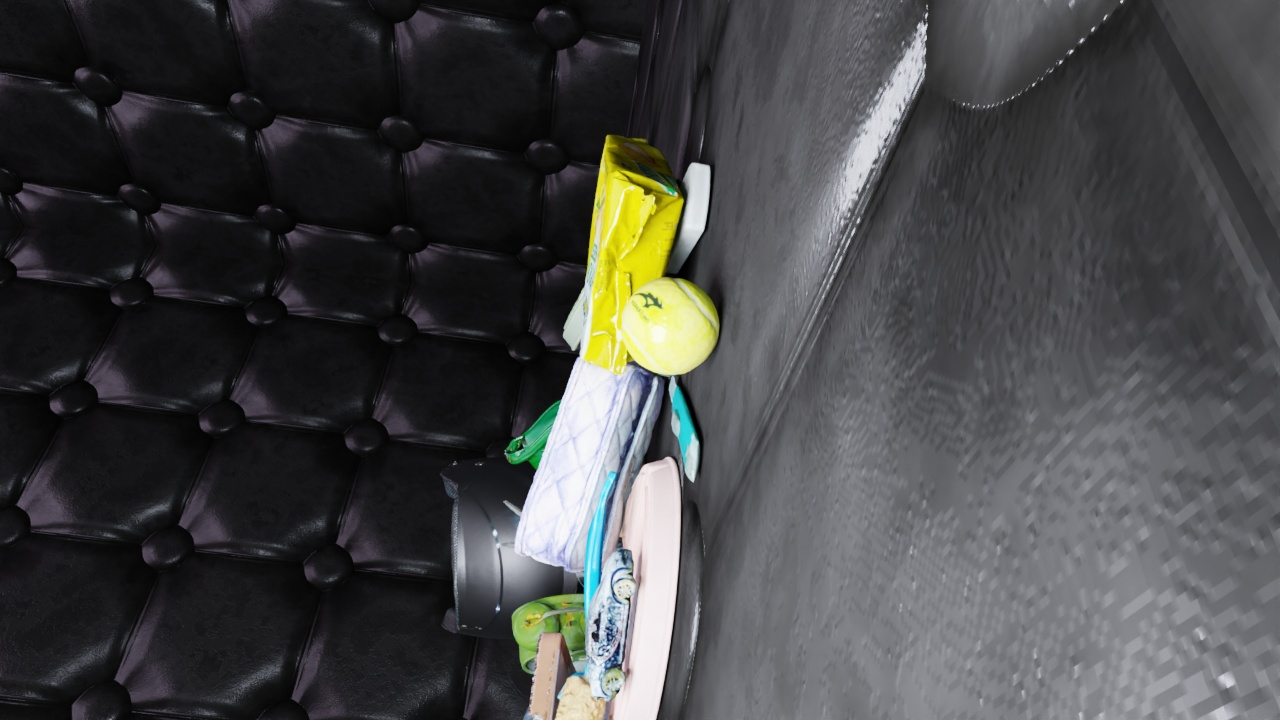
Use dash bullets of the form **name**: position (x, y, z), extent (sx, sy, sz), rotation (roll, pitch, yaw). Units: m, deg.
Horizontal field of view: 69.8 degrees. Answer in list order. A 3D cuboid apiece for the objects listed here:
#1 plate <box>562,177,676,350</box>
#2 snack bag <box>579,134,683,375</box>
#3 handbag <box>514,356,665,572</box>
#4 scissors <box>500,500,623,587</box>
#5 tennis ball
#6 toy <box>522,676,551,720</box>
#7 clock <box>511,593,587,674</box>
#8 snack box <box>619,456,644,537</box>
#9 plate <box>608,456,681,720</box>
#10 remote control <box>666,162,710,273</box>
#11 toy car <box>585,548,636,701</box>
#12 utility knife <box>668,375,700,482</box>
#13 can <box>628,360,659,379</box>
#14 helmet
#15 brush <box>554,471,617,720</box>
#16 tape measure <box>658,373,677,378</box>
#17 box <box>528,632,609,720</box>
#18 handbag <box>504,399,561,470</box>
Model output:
- **plate**: position (-0.028, -0.115, 1.057), extent (0.230, 0.027, 0.230), rotation (-60, 3, 4)
- **snack bag**: position (-0.010, -0.103, 0.807), extent (0.246, 0.068, 0.158), rotation (-94, 13, -67)
- **handbag**: position (-0.039, 0.095, 0.829), extent (0.134, 0.075, 0.194), rotation (29, -101, -75)
- **scissors**: position (-0.085, 0.211, 1.040), extent (0.160, 0.177, 0.014), rotation (-38, 17, 41)
- **tennis ball**: position (0.020, -0.023, 0.609), extent (0.065, 0.065, 0.065), rotation (-174, 92, -85)
- **toy**: position (-0.103, 0.486, 1.102), extent (0.138, 0.091, 0.355), rotation (85, -171, -49)
- **clock**: position (-0.076, 0.285, 0.963), extent (0.161, 0.116, 0.056), rotation (99, 165, -56)
- **snack box**: position (-0.048, 0.128, 0.995), extent (0.077, 0.093, 0.094), rotation (-94, 13, -66)
- **plate**: position (-0.001, 0.190, 0.737), extent (0.229, 0.028, 0.229), rotation (-174, 92, -85)
- **remote control**: position (0.039, -0.120, 0.803), extent (0.150, 0.021, 0.058), rotation (126, 151, -80)
- **toy car**: position (-0.022, 0.185, 0.648), extent (0.049, 0.031, 0.105), rotation (155, 123, -83)
- **utility knife**: position (0.030, 0.044, 0.692), extent (0.193, 0.013, 0.029), rotation (-100, 19, -75)
- **can**: position (-0.006, 0.005, 0.933), extent (0.135, 0.053, 0.053), rotation (103, 173, -48)
- **helmet**: position (-0.147, 0.248, 1.214), extent (0.274, 0.230, 0.233), rotation (-15, -72, -70)
- **brush**: position (-0.042, 0.215, 0.735), extent (0.083, 0.046, 0.254), rotation (83, -166, -79)
- **tape measure**: position (0.025, -0.022, 0.788), extent (0.054, 0.025, 0.058), rotation (-90, 10, -54)
- **box**: position (-0.072, 0.391, 0.879), extent (0.263, 0.088, 0.177), rotation (103, 173, -52)
- **handbag**: position (-0.077, 0.119, 1.067), extent (0.120, 0.131, 0.068), rotation (-36, 20, 9)
